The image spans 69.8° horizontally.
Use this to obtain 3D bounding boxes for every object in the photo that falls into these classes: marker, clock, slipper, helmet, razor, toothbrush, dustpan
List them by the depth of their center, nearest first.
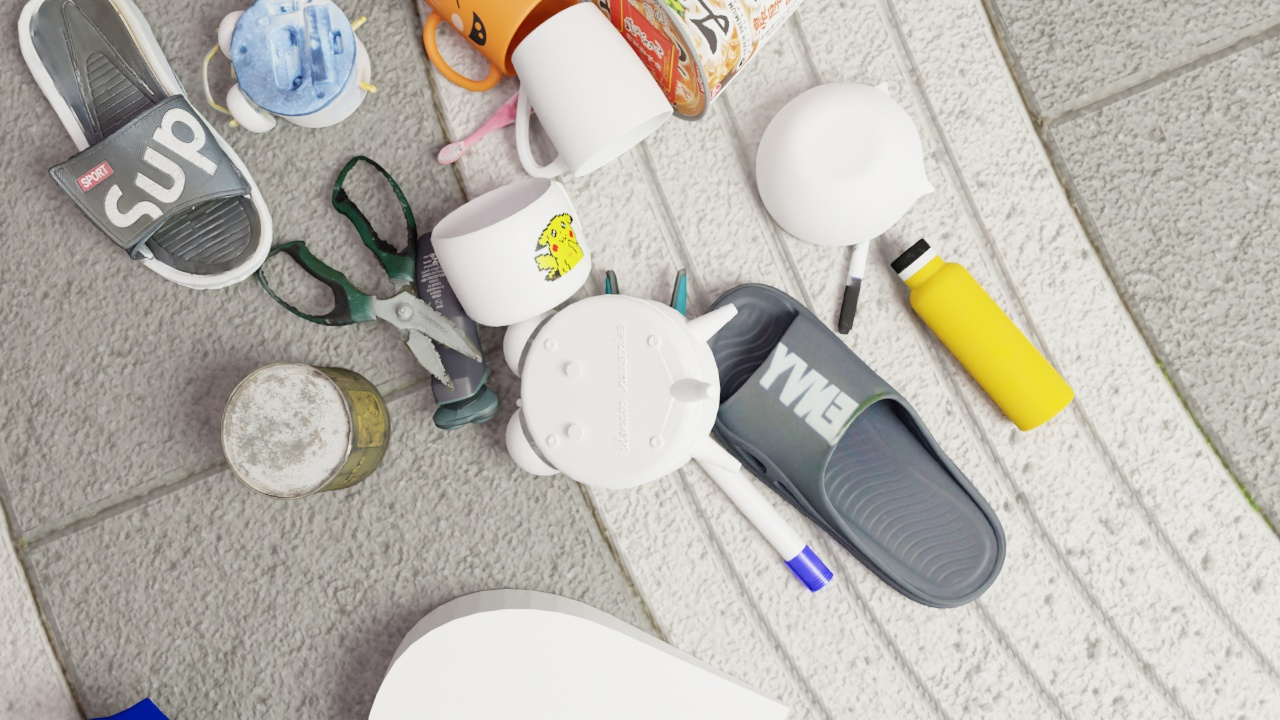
[{"bbox_3d":[-0.369,0.319,0.550,0.148,0.227,0.241,33,90,21],"label":"helmet"},{"bbox_3d":[-0.019,0.020,0.601,0.161,0.072,0.125,-1,90,22],"label":"clock"},{"bbox_3d":[0.136,0.062,0.605,0.111,0.083,0.268,-45,87,2],"label":"slipper"},{"bbox_3d":[0.078,0.101,0.637,0.020,0.020,0.141,-42,86,0],"label":"marker"},{"bbox_3d":[-0.057,0.268,0.638,0.257,0.053,0.191,26,89,-7],"label":"dustpan"},{"bbox_3d":[-0.133,-0.023,0.642,0.047,0.052,0.143,-15,81,8],"label":"razor"},{"bbox_3d":[0.158,-0.092,0.645,0.011,0.011,0.152,12,88,4],"label":"marker"},{"bbox_3d":[-0.254,-0.211,0.655,0.125,0.052,0.089,-8,87,3],"label":"clock"},{"bbox_3d":[-0.366,-0.164,0.656,0.111,0.063,0.264,-31,83,2],"label":"slipper"},{"bbox_3d":[-0.090,-0.181,0.661,0.135,0.016,0.021,-33,99,2],"label":"toothbrush"}]

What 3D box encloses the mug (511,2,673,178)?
[{"bbox_3d":[-0.048,-0.176,0.628,0.114,0.080,0.087,-31,95,29],"label":"mug"}]

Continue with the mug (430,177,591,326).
[{"bbox_3d":[-0.079,-0.078,0.618,0.094,0.115,0.068,0,125,39],"label":"mug"}]

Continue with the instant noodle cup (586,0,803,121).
[{"bbox_3d":[0.047,-0.248,0.612,0.121,0.124,0.123,-41,86,-9],"label":"instant noodle cup"}]

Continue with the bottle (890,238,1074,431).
[{"bbox_3d":[0.227,-0.020,0.621,0.043,0.043,0.143,-40,86,1],"label":"bottle"}]

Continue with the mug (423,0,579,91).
[{"bbox_3d":[-0.113,-0.247,0.644,0.096,0.077,0.113,43,121,4],"label":"mug"}]

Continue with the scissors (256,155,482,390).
[{"bbox_3d":[-0.168,-0.067,0.638,0.210,0.015,0.137,29,84,21],"label":"scissors"}]

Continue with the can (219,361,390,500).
[{"bbox_3d":[-0.227,0.047,0.630,0.090,0.074,0.090,0,87,5],"label":"can"}]

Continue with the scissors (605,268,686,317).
[{"bbox_3d":[0.003,0.000,0.645,0.126,0.019,0.154,43,97,10],"label":"scissors"}]

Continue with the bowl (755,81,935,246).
[{"bbox_3d":[0.134,-0.138,0.621,0.115,0.050,0.114,-1,85,11],"label":"bowl"}]
